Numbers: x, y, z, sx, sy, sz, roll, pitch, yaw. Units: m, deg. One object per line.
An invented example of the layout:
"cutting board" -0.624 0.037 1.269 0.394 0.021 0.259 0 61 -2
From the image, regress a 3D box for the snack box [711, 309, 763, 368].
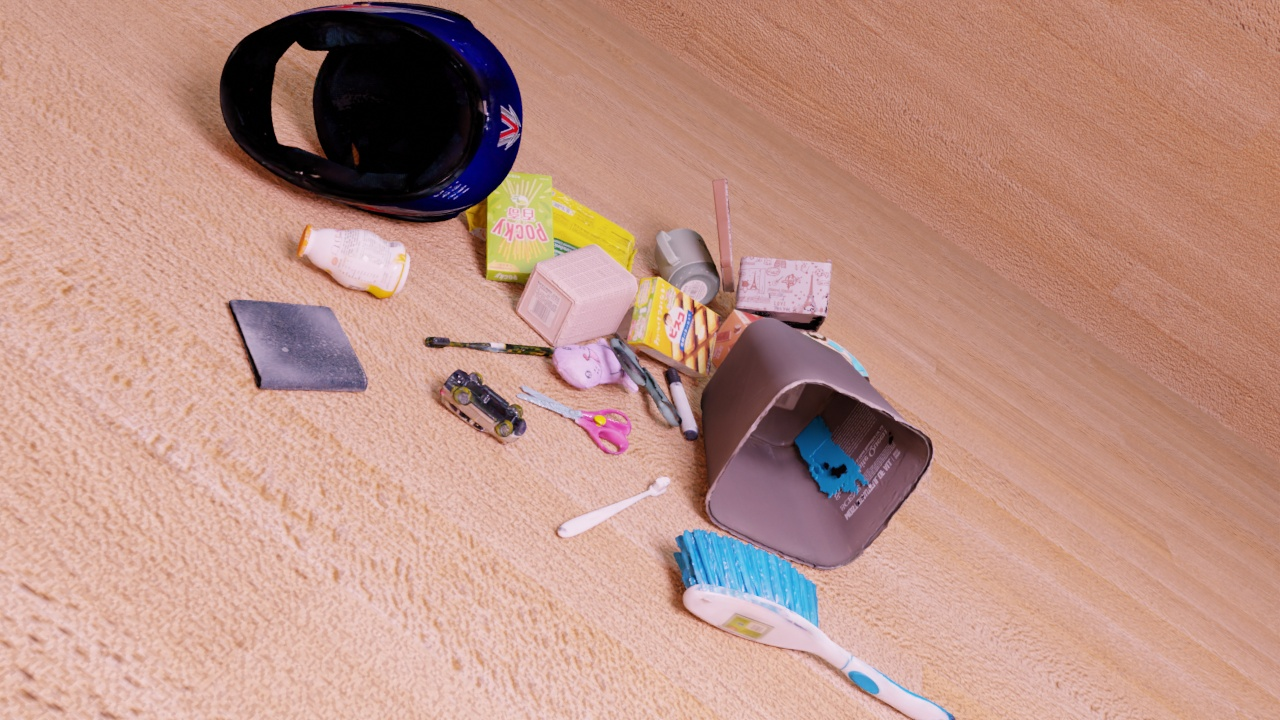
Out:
"snack box" 0.162 -0.006 1.271 0.092 0.077 0.094 11 34 -37

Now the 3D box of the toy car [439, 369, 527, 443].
"toy car" -0.151 0.047 0.886 0.090 0.035 0.042 37 28 -6

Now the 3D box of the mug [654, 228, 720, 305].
"mug" 0.063 -0.144 1.373 0.111 0.082 0.106 43 21 -38

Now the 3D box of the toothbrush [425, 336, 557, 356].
"toothbrush" -0.152 -0.014 1.008 0.185 0.017 0.012 5 77 -44

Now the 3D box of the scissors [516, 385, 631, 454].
"scissors" -0.072 0.063 0.973 0.137 0.017 0.072 20 39 -16

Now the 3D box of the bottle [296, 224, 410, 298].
"bottle" -0.297 -0.106 0.950 0.108 0.063 0.063 19 30 -27

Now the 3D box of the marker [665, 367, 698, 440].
"marker" 0.051 0.052 1.119 0.022 0.018 0.130 29 25 -29

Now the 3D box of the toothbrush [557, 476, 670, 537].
"toothbrush" -0.022 0.141 0.890 0.016 0.016 0.179 42 28 21

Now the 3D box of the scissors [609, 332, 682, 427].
"scissors" -0.011 0.001 1.080 0.161 0.019 0.179 48 6 -45

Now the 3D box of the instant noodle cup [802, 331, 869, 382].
"instant noodle cup" 0.221 0.041 1.208 0.111 0.121 0.111 25 29 -16

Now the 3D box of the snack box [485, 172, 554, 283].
"snack box" -0.153 -0.170 1.164 0.085 0.026 0.156 3 62 -14

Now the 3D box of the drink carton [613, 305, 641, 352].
"drink carton" 0.028 -0.041 1.210 0.122 0.054 0.045 -2 45 -49

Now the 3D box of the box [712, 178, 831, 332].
"box" 0.196 -0.145 1.347 0.158 0.217 0.180 -6 -9 6

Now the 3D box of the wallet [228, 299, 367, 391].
"wallet" -0.312 -0.015 0.833 0.097 0.019 0.121 4 37 -43

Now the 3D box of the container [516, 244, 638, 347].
"container" -0.079 -0.076 1.107 0.090 0.090 0.110 42 35 19

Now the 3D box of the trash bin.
"trash bin" 0.176 0.079 1.032 0.198 0.199 0.219 26 21 -16

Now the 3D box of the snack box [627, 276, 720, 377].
"snack box" 0.044 -0.040 1.158 0.034 0.086 0.140 -1 -19 43

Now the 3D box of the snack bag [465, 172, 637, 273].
"snack bag" -0.113 -0.177 1.268 0.246 0.068 0.157 28 27 -8

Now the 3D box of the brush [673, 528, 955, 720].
"brush" 0.166 0.258 0.867 0.314 0.061 0.109 25 33 -20

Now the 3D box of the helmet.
"helmet" -0.296 -0.294 1.088 0.315 0.247 0.240 8 13 0

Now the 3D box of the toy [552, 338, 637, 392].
"toy" -0.056 0.008 1.049 0.107 0.039 0.084 -1 47 -55
